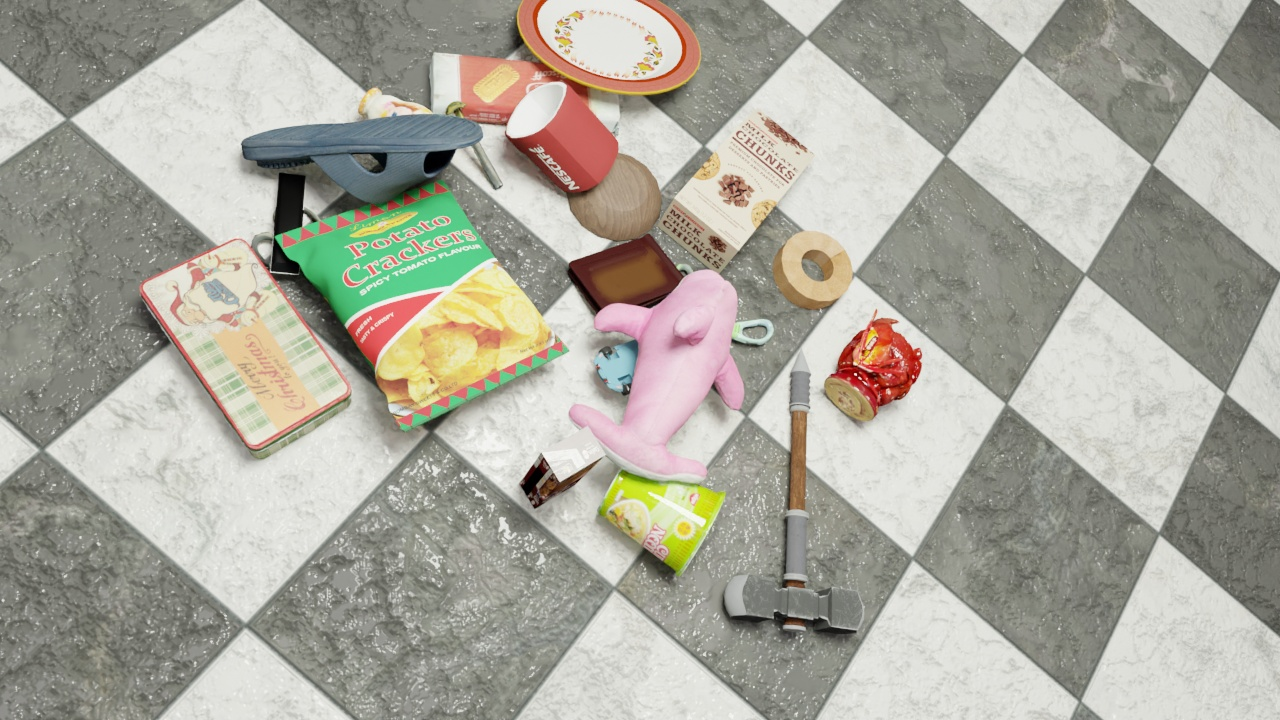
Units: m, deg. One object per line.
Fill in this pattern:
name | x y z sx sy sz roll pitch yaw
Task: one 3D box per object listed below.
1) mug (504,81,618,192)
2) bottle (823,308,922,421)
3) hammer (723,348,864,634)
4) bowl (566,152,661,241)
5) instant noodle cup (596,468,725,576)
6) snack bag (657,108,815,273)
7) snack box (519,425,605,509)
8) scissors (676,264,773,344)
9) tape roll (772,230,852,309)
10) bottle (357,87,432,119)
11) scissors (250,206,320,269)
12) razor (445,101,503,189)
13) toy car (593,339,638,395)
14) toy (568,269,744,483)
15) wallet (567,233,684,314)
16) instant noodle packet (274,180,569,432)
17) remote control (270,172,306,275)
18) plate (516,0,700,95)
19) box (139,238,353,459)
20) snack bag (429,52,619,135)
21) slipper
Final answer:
mug | -0.099 -0.251 1.043 0.096 0.117 0.080 41 64 -41
bottle | 0.273 0.005 1.060 0.099 0.099 0.111 44 72 2
hammer | 0.176 0.135 1.023 0.156 0.043 0.321 11 66 -12
bowl | -0.027 -0.201 1.084 0.117 0.030 0.117 5 70 -14
instant noodle cup | 0.018 0.153 0.944 0.108 0.099 0.098 29 66 4
snack bag | 0.124 -0.215 1.111 0.094 0.070 0.205 39 65 0
snack box | -0.079 0.107 0.901 0.050 0.141 0.031 -29 81 -23
scissors | 0.079 -0.039 1.057 0.171 0.021 0.171 -5 68 -30
tape roll | 0.211 -0.111 1.122 0.094 0.027 0.094 5 70 -14
bottle | -0.260 -0.257 1.019 0.108 0.063 0.063 35 66 -1
scissors | -0.332 -0.098 0.971 0.132 0.013 0.169 -31 83 -28
razor | -0.186 -0.243 1.038 0.026 0.042 0.106 -30 112 -6
toy car | -0.006 0.006 1.015 0.107 0.028 0.060 -20 71 -34
toy | 0.041 -0.006 0.943 0.186 0.128 0.264 28 60 -7
wallet | -0.013 -0.096 1.047 0.115 0.018 0.091 -25 63 -24
instant noodle packet | -0.222 -0.067 0.943 0.195 0.091 0.252 -28 72 -31
remote control | -0.369 -0.146 0.962 0.028 0.012 0.124 4 64 -20
plate | -0.039 -0.394 1.129 0.229 0.021 0.229 8 51 -11
box | -0.387 -0.014 0.907 0.117 0.050 0.205 -33 84 -22
snack bag | -0.135 -0.316 1.089 0.225 0.041 0.077 0 70 -15
slipper | -0.290 -0.204 0.958 0.264 0.083 0.101 1 26 13
